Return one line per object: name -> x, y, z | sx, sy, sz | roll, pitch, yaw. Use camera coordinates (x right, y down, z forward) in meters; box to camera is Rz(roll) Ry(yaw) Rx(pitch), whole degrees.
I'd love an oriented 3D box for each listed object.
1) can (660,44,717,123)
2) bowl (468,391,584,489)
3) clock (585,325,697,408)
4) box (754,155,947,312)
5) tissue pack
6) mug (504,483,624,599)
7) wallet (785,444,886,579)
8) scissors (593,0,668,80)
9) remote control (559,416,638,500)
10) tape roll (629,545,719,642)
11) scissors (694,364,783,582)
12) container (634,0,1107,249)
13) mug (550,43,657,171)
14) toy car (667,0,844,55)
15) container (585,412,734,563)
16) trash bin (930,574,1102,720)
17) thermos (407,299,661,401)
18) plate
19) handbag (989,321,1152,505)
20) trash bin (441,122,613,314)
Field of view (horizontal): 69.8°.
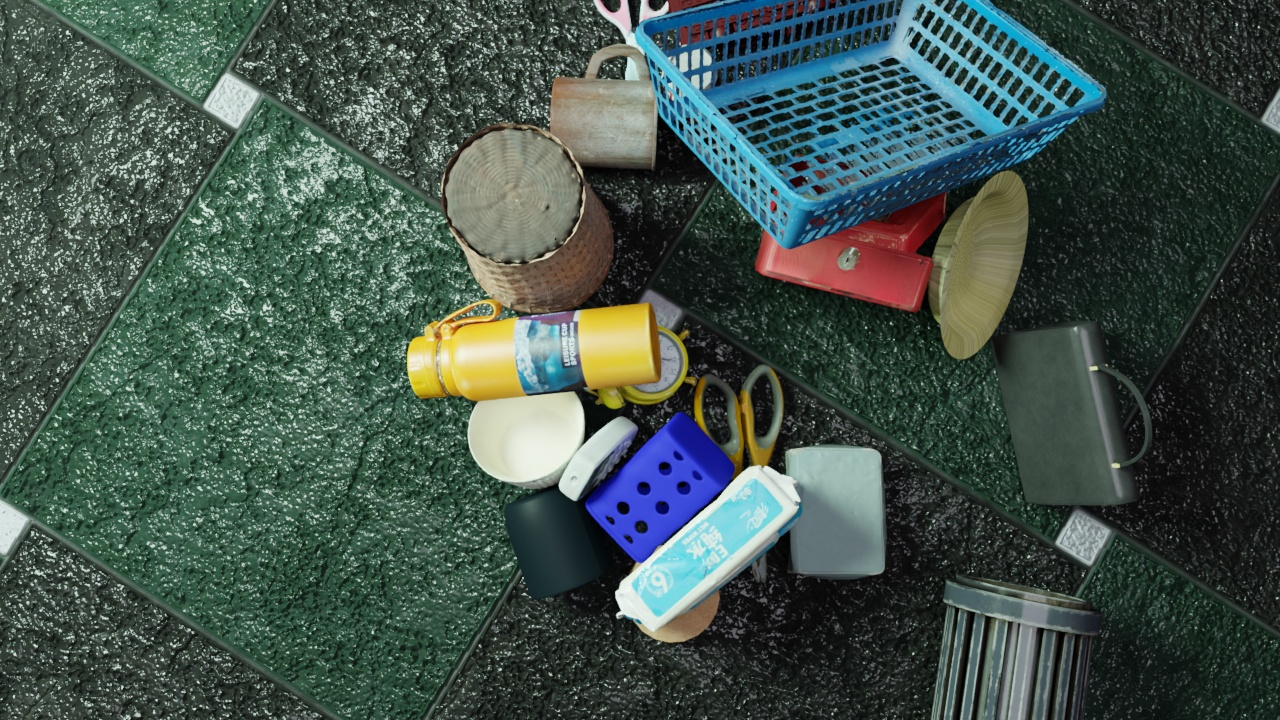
can -> 0.047, -0.274, 0.920 | 0.054, 0.096, 0.054 | 0, 87, -1
bowl -> -0.106, 0.077, 0.906 | 0.115, 0.062, 0.115 | -4, 62, 8
clock -> -0.005, 0.005, 0.926 | 0.118, 0.057, 0.083 | -8, 88, -7
box -> 0.198, -0.106, 0.899 | 0.157, 0.137, 0.126 | 11, 79, 2
tissue pack -> 0.063, 0.178, 0.855 | 0.209, 0.117, 0.066 | -40, 74, 1
mug -> -0.069, 0.169, 0.913 | 0.121, 0.085, 0.094 | -19, 87, -29
wallet -> 0.194, 0.151, 0.925 | 0.100, 0.054, 0.131 | 3, 85, -8
scissors -> 0.008, -0.343, 0.965 | 0.101, 0.016, 0.178 | -11, 87, -1
remote control -> -0.039, 0.093, 0.896 | 0.028, 0.114, 0.060 | 34, 118, 10
tape roll -> 0.032, 0.235, 0.931 | 0.094, 0.027, 0.094 | 0, 87, 0
scissors -> 0.120, 0.116, 0.940 | 0.113, 0.016, 0.229 | -15, 96, -19
container -> 0.201, -0.236, 0.834 | 0.361, 0.089, 0.257 | -22, 58, -24
mug -> -0.034, -0.254, 0.920 | 0.110, 0.096, 0.123 | 1, 94, -5
toy car -> 0.116, -0.361, 0.942 | 0.170, 0.062, 0.070 | -17, 88, -1
container -> 0.021, 0.121, 0.890 | 0.084, 0.085, 0.114 | 46, 108, 3
trash bin -> 0.345, 0.329, 0.867 | 0.164, 0.164, 0.227 | 11, 84, 0
thermos -> -0.100, -0.012, 0.869 | 0.233, 0.076, 0.091 | -6, 75, 8
plate -> 0.322, -0.095, 0.900 | 0.036, 0.184, 0.184 | 21, 86, 39
handbag -> 0.418, 0.049, 0.858 | 0.072, 0.196, 0.175 | -12, 87, -1
trash bin -> -0.101, -0.125, 0.856 | 0.151, 0.210, 0.151 | 0, 88, -1
